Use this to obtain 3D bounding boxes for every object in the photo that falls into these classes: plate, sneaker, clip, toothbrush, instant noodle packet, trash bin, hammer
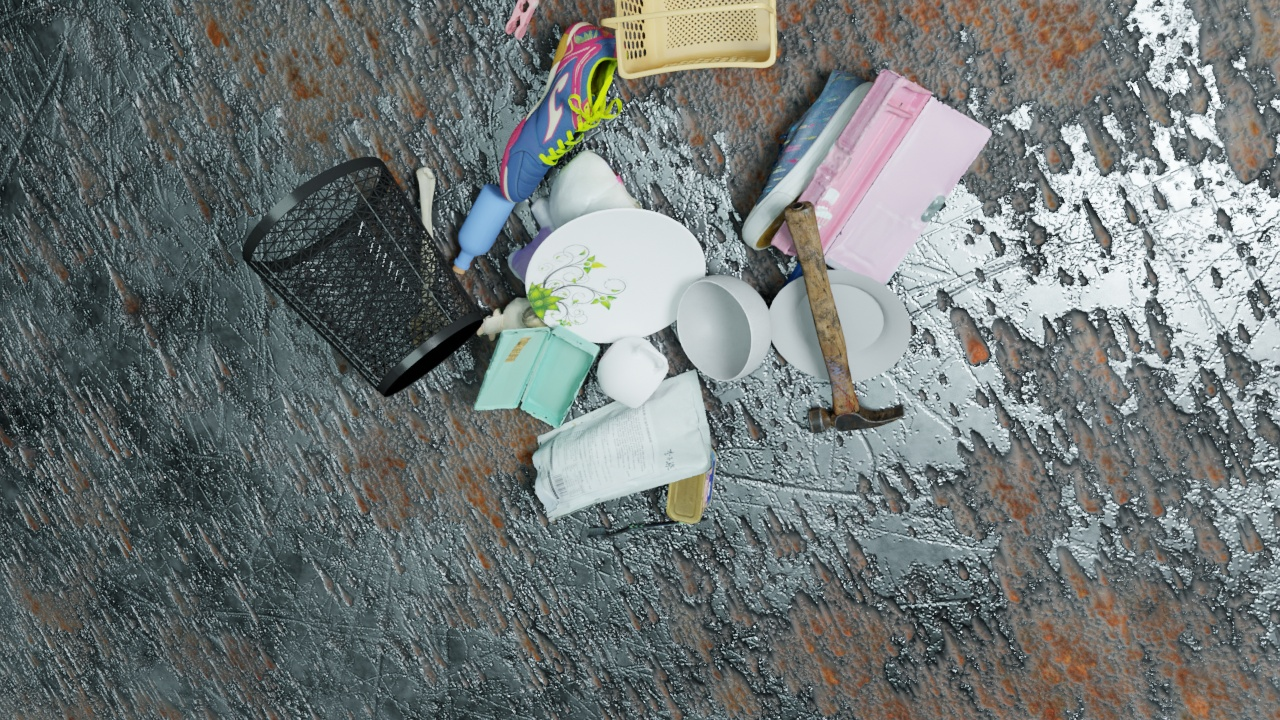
[{"bbox_3d":[-0.032,-0.112,1.172,0.229,0.030,0.230,-6,138,-5],"label":"plate"},{"bbox_3d":[0.247,-0.045,1.140,0.173,0.019,0.173,11,132,12],"label":"plate"},{"bbox_3d":[0.194,-0.240,1.099,0.079,0.087,0.236,46,110,21],"label":"sneaker"},{"bbox_3d":[-0.158,-0.444,1.173,0.041,0.023,0.059,39,108,8],"label":"clip"},{"bbox_3d":[0.226,-0.156,1.137,0.016,0.017,0.190,31,113,2],"label":"toothbrush"},{"bbox_3d":[-0.026,0.123,1.265,0.270,0.057,0.146,-22,62,23],"label":"instant noodle packet"},{"bbox_3d":[0.007,0.239,1.327,0.188,0.014,0.017,-12,94,20],"label":"toothbrush"},{"bbox_3d":[-0.344,-0.097,1.189,0.217,0.216,0.243,-39,90,23],"label":"trash bin"},{"bbox_3d":[-0.095,-0.296,1.144,0.091,0.116,0.242,34,107,16],"label":"sneaker"},{"bbox_3d":[0.232,-0.044,1.098,0.120,0.033,0.331,-9,126,18],"label":"hammer"}]

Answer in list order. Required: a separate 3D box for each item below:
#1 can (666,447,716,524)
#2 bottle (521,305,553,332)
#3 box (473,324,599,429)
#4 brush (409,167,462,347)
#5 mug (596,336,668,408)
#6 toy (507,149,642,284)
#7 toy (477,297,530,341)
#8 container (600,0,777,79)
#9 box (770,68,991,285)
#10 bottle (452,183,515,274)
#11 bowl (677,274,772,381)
[{"bbox_3d":[0.070,0.170,1.262,0.054,0.058,0.100,10,109,15],"label":"can"},{"bbox_3d":[-0.121,-0.027,1.254,0.043,0.042,0.110,-19,121,22],"label":"bottle"},{"bbox_3d":[-0.144,0.021,1.244,0.138,0.056,0.188,17,140,-12],"label":"box"},{"bbox_3d":[-0.297,-0.134,1.295,0.077,0.062,0.272,0,102,13],"label":"brush"},{"bbox_3d":[-0.007,0.007,1.210,0.076,0.090,0.124,39,149,-8],"label":"mug"},{"bbox_3d":[-0.091,-0.166,1.202,0.137,0.085,0.210,42,118,3],"label":"toy"},{"bbox_3d":[-0.170,-0.045,1.276,0.112,0.050,0.087,12,111,-9],"label":"toy"},{"bbox_3d":[0.062,-0.392,1.038,0.184,0.166,0.129,1,106,18],"label":"container"},{"bbox_3d":[0.271,-0.208,1.071,0.172,0.075,0.234,20,117,-27],"label":"box"},{"bbox_3d":[-0.221,-0.175,1.257,0.048,0.048,0.131,36,113,5],"label":"bottle"},{"bbox_3d":[0.114,-0.045,1.167,0.132,0.064,0.132,24,123,43],"label":"bowl"}]
